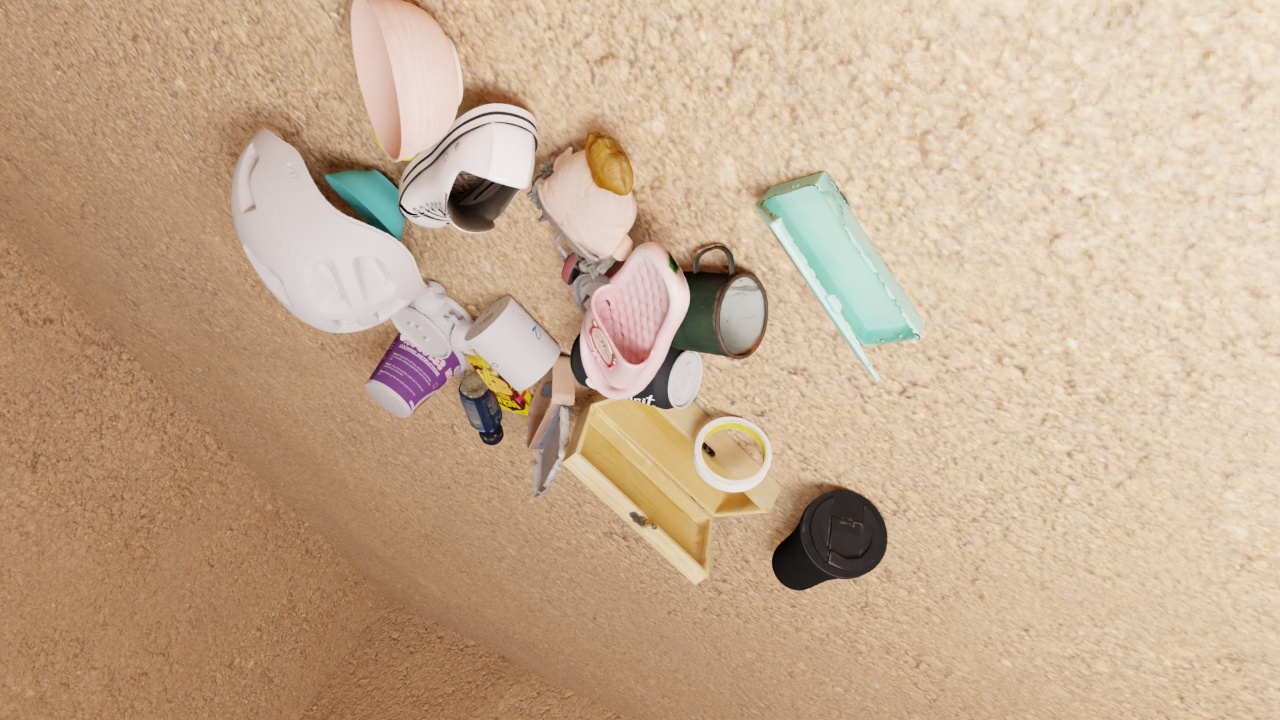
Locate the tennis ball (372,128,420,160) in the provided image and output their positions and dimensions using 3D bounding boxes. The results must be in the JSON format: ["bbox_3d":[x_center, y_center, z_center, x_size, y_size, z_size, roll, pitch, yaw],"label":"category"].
[{"bbox_3d":[-0.252,-0.247,0.978,0.065,0.065,0.065,26,151,16],"label":"tennis ball"}]

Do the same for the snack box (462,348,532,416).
[{"bbox_3d":[-0.215,0.024,1.392,0.061,0.025,0.149,12,144,37],"label":"snack box"}]

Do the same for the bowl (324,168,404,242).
[{"bbox_3d":[-0.326,-0.200,1.131,0.121,0.046,0.121,40,169,9],"label":"bowl"}]

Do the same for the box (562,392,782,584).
[{"bbox_3d":[0.033,0.143,1.212,0.248,0.184,0.142,45,171,-15],"label":"box"}]

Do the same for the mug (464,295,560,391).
[{"bbox_3d":[-0.173,-0.027,1.229,0.096,0.083,0.119,47,178,-21],"label":"mug"}]

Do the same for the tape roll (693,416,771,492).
[{"bbox_3d":[0.111,0.113,1.112,0.094,0.093,0.019,28,151,13],"label":"tape roll"}]

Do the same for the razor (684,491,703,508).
[{"bbox_3d":[0.044,0.192,1.384,0.141,0.018,0.044,20,148,19],"label":"razor"}]

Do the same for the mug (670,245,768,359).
[{"bbox_3d":[0.070,-0.061,0.918,0.081,0.084,0.111,9,111,42],"label":"mug"}]

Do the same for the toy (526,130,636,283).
[{"bbox_3d":[-0.044,-0.159,0.886,0.132,0.076,0.176,51,153,1],"label":"toy"}]

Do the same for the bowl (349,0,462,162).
[{"bbox_3d":[-0.215,-0.270,0.870,0.153,0.076,0.153,46,145,46],"label":"bowl"}]

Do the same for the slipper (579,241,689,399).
[{"bbox_3d":[-0.015,-0.037,0.914,0.106,0.055,0.222,58,147,16],"label":"slipper"}]

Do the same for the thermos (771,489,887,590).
[{"bbox_3d":[0.232,0.244,1.186,0.106,0.105,0.219,32,156,6],"label":"thermos"}]

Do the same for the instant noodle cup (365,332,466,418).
[{"bbox_3d":[-0.356,0.024,1.439,0.122,0.121,0.137,7,141,41],"label":"instant noodle cup"}]

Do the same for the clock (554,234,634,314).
[{"bbox_3d":[-0.034,-0.080,1.006,0.157,0.061,0.110,43,151,-15],"label":"clock"}]

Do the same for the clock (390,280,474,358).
[{"bbox_3d":[-0.295,-0.056,1.318,0.159,0.060,0.120,-4,133,51],"label":"clock"}]

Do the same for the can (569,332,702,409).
[{"bbox_3d":[-0.006,0.006,1.088,0.146,0.080,0.080,15,146,32],"label":"can"}]

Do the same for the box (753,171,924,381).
[{"bbox_3d":[0.164,-0.064,0.805,0.078,0.079,0.189,-3,134,51],"label":"box"}]

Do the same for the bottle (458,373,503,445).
[{"bbox_3d":[-0.255,0.083,1.492,0.056,0.056,0.161,24,150,19],"label":"bottle"}]

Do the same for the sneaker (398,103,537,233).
[{"bbox_3d":[-0.180,-0.170,0.956,0.091,0.097,0.246,9,164,-36],"label":"sneaker"}]

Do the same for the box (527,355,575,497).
[{"bbox_3d":[-0.129,0.099,1.296,0.043,0.150,0.217,10,154,-13],"label":"box"}]

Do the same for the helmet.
[{"bbox_3d":[-0.407,-0.167,1.162,0.282,0.183,0.224,61,166,4],"label":"helmet"}]
